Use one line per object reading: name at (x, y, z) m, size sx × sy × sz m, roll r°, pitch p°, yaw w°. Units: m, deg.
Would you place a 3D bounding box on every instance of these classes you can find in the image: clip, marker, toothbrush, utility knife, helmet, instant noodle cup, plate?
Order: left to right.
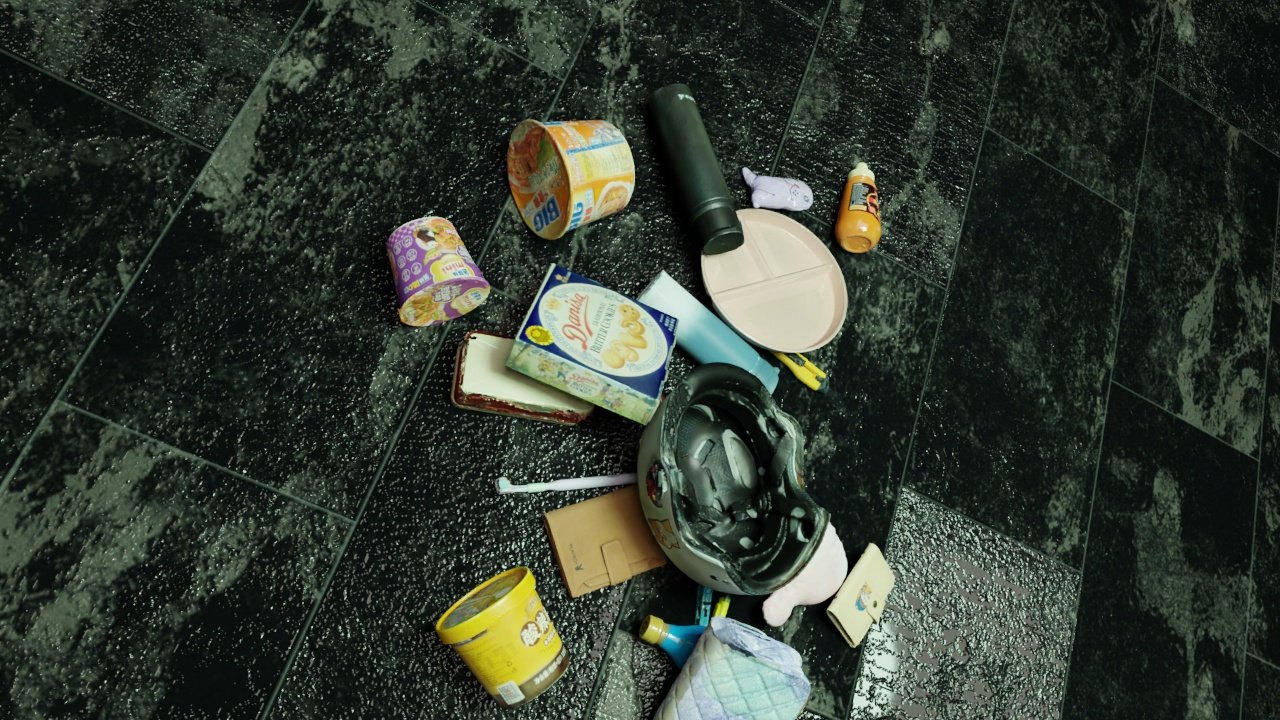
instant noodle cup at (-0.249, -0.110, 1.097) m, size 0.111 × 0.112 × 0.099 m, roll -17°, pitch 74°, yaw -25°
instant noodle cup at (-0.146, 0.308, 1.009) m, size 0.118 × 0.119 × 0.114 m, roll -32°, pitch 95°, yaw -26°
toothbrush at (-0.084, 0.149, 1.130) m, size 0.189 × 0.029 × 0.021 m, roll -1°, pitch 115°, yaw -23°
instant noodle cup at (-0.086, -0.240, 1.178) m, size 0.111 × 0.152 × 0.151 m, roll -20°, pitch 82°, yaw -34°
clip at (0.079, 0.306, 1.145) m, size 0.014 × 0.048 × 0.057 m, roll 12°, pitch 77°, yaw -20°
helmet at (0.088, 0.154, 1.116) m, size 0.229 × 0.157 × 0.274 m, roll -20°, pitch 82°, yaw -40°
marker at (0.109, 0.289, 1.163) m, size 0.015 × 0.018 × 0.124 m, roll 28°, pitch 66°, yaw -17°
plate at (0.185, -0.110, 1.287) m, size 0.229 × 0.028 × 0.229 m, roll 10°, pitch 61°, yaw -19°
utility knife at (0.197, -0.014, 1.287) m, size 0.181 × 0.015 × 0.033 m, roll 38°, pitch 62°, yaw -7°

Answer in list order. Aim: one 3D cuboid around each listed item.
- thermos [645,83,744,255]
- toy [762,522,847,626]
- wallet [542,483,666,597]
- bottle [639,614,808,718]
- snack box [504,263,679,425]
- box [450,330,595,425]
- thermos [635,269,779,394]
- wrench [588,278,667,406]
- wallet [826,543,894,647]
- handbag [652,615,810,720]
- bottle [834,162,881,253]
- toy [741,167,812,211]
thermos at (0.081, -0.262, 1.272) m, size 0.089 × 0.069 × 0.242 m, roll 8°, pitch 59°, yaw -54°
toy at (0.199, 0.266, 1.183) m, size 0.159 × 0.054 × 0.121 m, roll -29°, pitch 91°, yaw -30°
wallet at (-0.043, 0.219, 1.119) m, size 0.131 × 0.031 × 0.107 m, roll -14°, pitch 79°, yaw -23°
bottle at (0.099, 0.367, 1.110) m, size 0.218 × 0.065 × 0.065 m, roll 28°, pitch 67°, yaw -12°
snack box at (-0.052, -0.023, 1.111) m, size 0.182 × 0.046 × 0.177 m, roll 24°, pitch 36°, yaw -6°
box at (-0.138, 0.022, 1.114) m, size 0.168 × 0.076 × 0.091 m, roll 10°, pitch 70°, yaw -18°
thermos at (0.089, -0.025, 1.222) m, size 0.220 × 0.070 × 0.070 m, roll 41°, pitch 65°, yaw -6°
wrench at (-0.007, 0.007, 1.202) m, size 0.056 × 0.016 × 0.273 m, roll -32°, pitch 88°, yaw -22°
wallet at (0.296, 0.313, 1.212) m, size 0.115 × 0.024 × 0.087 m, roll -49°, pitch 121°, yaw -28°
handbag at (0.095, 0.398, 1.047) m, size 0.134 × 0.075 × 0.194 m, roll 25°, pitch 104°, yaw -11°
bottle at (0.330, -0.236, 1.382) m, size 0.066 × 0.067 × 0.149 m, roll 18°, pitch 62°, yaw -16°
toy at (0.203, -0.247, 1.346) m, size 0.108 × 0.039 × 0.083 m, roll 1°, pitch 52°, yaw -19°
